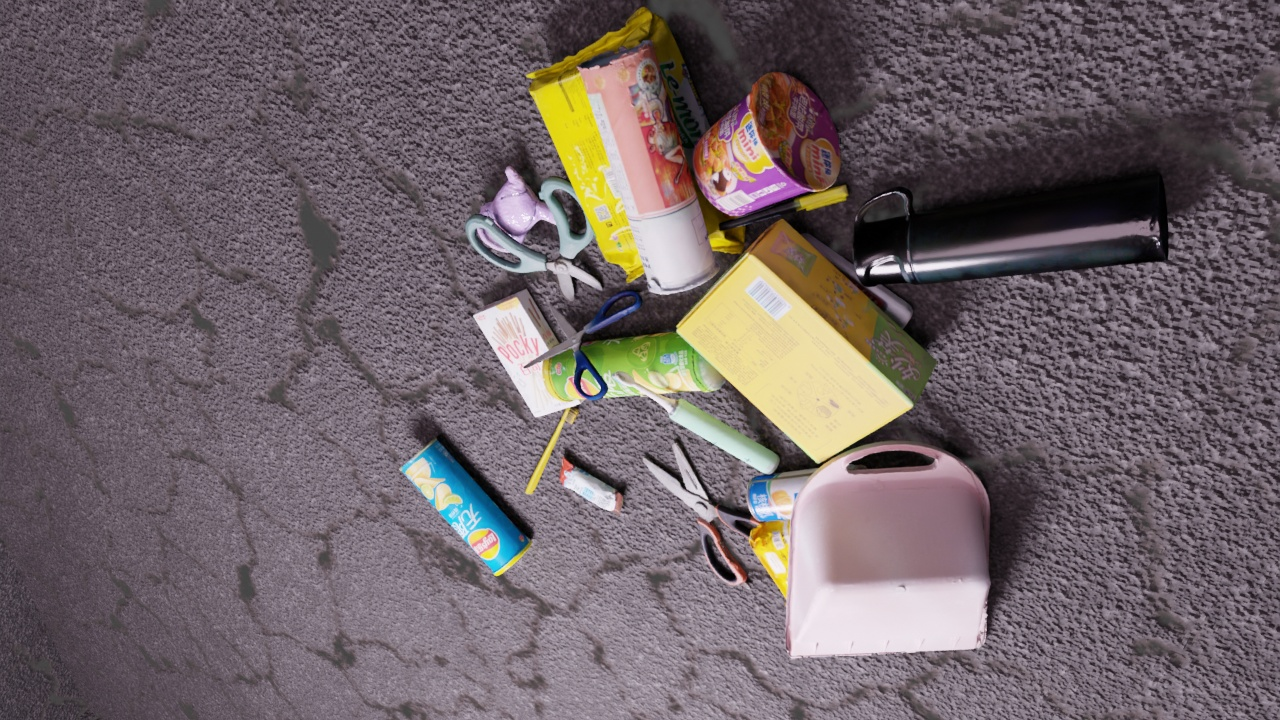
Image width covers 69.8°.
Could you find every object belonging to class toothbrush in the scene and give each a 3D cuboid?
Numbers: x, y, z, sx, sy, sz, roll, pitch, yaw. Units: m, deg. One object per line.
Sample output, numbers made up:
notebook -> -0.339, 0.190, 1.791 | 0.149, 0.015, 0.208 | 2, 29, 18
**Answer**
toothbrush -> -0.120, 0.123, 1.227 | 0.016, 0.015, 0.191 | 32, 131, 3
toothbrush -> 0.063, 0.067, 1.009 | 0.224, 0.026, 0.027 | 31, 160, -21

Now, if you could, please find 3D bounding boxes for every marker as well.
marker -> 0.134, -0.141, 0.864 | 0.124, 0.018, 0.015 | -15, 89, 14

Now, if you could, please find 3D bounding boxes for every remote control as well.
remote control -> 0.198, -0.068, 0.899 | 0.136, 0.020, 0.056 | 37, 131, 7

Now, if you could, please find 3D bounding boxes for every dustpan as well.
dustpan -> 0.269, 0.211, 0.989 | 0.222, 0.138, 0.274 | -3, 146, 2

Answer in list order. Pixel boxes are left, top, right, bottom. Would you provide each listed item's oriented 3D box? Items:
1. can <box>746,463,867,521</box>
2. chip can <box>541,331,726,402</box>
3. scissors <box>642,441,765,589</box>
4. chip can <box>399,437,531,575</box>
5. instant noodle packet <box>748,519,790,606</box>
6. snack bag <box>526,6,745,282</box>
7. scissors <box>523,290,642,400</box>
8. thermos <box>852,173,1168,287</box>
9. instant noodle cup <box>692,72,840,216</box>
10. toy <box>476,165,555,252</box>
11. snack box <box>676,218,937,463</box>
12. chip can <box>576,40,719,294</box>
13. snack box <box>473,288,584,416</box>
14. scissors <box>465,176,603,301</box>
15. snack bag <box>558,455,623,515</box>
can -> 0.189, 0.148, 1.023 | 0.135, 0.053, 0.053 | -13, 111, 37
chip can -> -0.006, 0.006, 1.041 | 0.222, 0.072, 0.072 | -6, 116, 34
scissors -> 0.093, 0.197, 1.142 | 0.226, 0.015, 0.189 | 21, 128, 21
chip can -> -0.253, 0.211, 1.331 | 0.210, 0.071, 0.071 | 49, 132, -4
instant noodle packet -> 0.199, 0.232, 1.073 | 0.111, 0.044, 0.128 | -21, 110, 25
snack bag -> -0.007, -0.202, 0.910 | 0.158, 0.068, 0.246 | -11, 114, 37
scissors -> -0.064, -0.025, 1.044 | 0.162, 0.173, 0.012 | -44, 136, 9
thermos -> 0.301, -0.112, 0.771 | 0.243, 0.068, 0.090 | -3, 122, 34
instant noodle cup -> 0.108, -0.187, 0.828 | 0.099, 0.111, 0.111 | -21, 107, 50
toy -> -0.145, -0.162, 1.042 | 0.084, 0.038, 0.108 | 44, 132, -11
snack box -> 0.158, -0.014, 0.907 | 0.210, 0.069, 0.158 | 42, 143, -1
chip can -> 0.009, -0.171, 0.826 | 0.071, 0.071, 0.215 | -2, 119, 33
snack box -> -0.136, -0.007, 1.146 | 0.085, 0.026, 0.157 | -18, 109, 39
scissors -> -0.121, -0.132, 1.024 | 0.181, 0.019, 0.170 | 3, 136, 10
snack bag -> -0.067, 0.167, 1.214 | 0.104, 0.026, 0.048 | 27, 136, 14
